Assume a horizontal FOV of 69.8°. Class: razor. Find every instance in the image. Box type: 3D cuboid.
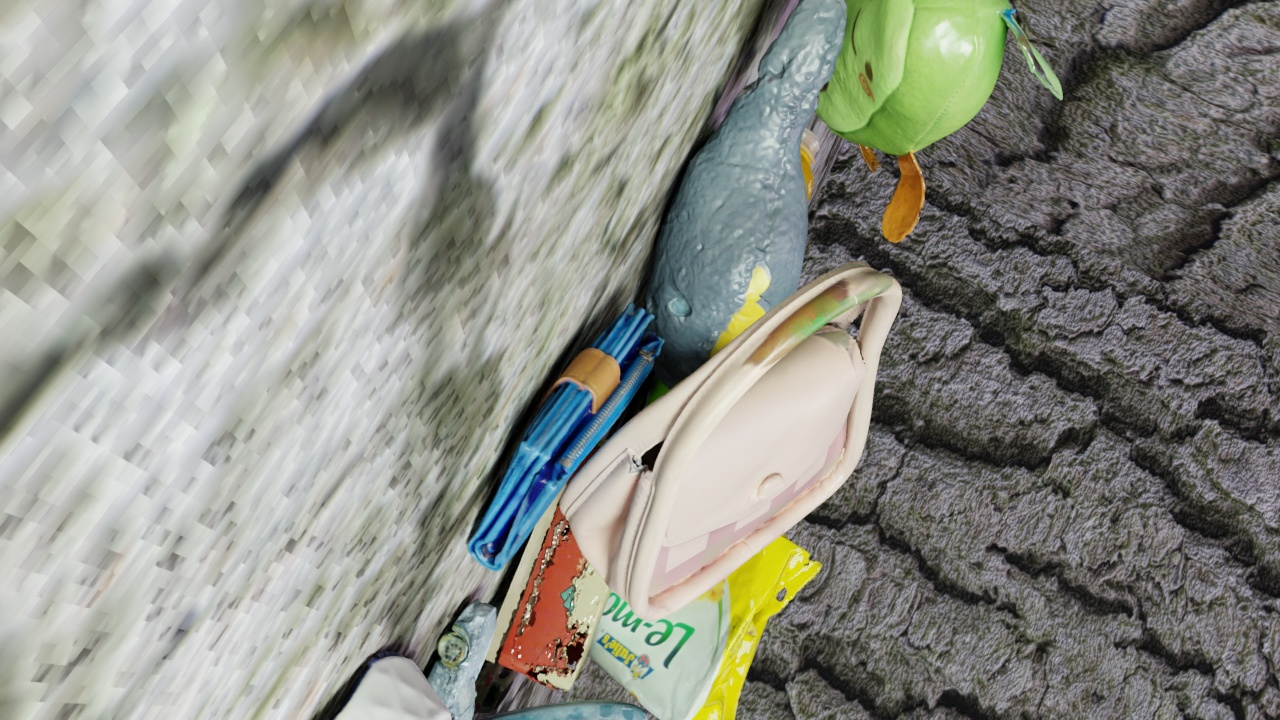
[{"bbox_3d":[0.008,0.034,0.882,0.042,0.022,0.143,-84,-165,-62],"label":"razor"}]

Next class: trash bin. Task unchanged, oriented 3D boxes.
[{"bbox_3d":[-0.056,0.341,0.610,0.227,0.226,0.194,106,-23,-57],"label":"trash bin"}]

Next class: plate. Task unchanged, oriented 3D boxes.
[{"bbox_3d":[-0.147,0.234,0.407,0.204,0.045,0.205,-61,173,-13],"label":"plate"}]

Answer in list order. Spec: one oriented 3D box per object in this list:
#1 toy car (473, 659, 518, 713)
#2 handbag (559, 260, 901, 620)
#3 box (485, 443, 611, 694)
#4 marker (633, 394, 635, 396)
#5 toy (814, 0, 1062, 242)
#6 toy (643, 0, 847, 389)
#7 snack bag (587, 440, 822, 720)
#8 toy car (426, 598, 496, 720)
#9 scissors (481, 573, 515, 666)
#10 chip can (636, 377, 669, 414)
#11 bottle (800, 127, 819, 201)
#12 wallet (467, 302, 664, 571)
[{"bbox_3d":[-0.114,0.244,0.729,0.042,0.035,0.090,-64,175,13],"label":"toy car"},{"bbox_3d":[0.063,0.030,0.507,0.192,0.093,0.235,-28,155,-30],"label":"handbag"},{"bbox_3d":[-0.039,0.146,0.658,0.091,0.079,0.168,71,40,-80],"label":"box"},{"bbox_3d":[0.013,-0.032,0.682,0.131,0.022,0.018,-63,171,6],"label":"marker"},{"bbox_3d":[0.148,-0.185,0.546,0.246,0.090,0.227,-116,-165,-79],"label":"toy"},{"bbox_3d":[0.056,-0.059,0.591,0.357,0.091,0.137,104,9,-47],"label":"toy"},{"bbox_3d":[0.016,0.169,0.717,0.068,0.247,0.158,31,85,-40],"label":"snack bag"},{"bbox_3d":[-0.117,0.203,0.554,0.054,0.037,0.120,26,88,-83],"label":"toy car"},{"bbox_3d":[-0.089,0.158,0.676,0.172,0.014,0.145,-64,174,5],"label":"scissors"},{"bbox_3d":[0.005,0.101,0.853,0.236,0.072,0.072,-61,174,22],"label":"chip can"},{"bbox_3d":[0.101,-0.122,0.801,0.189,0.068,0.068,-61,173,-15],"label":"bottle"},{"bbox_3d":[-0.040,0.039,0.494,0.107,0.040,0.132,-58,179,43],"label":"wallet"}]
